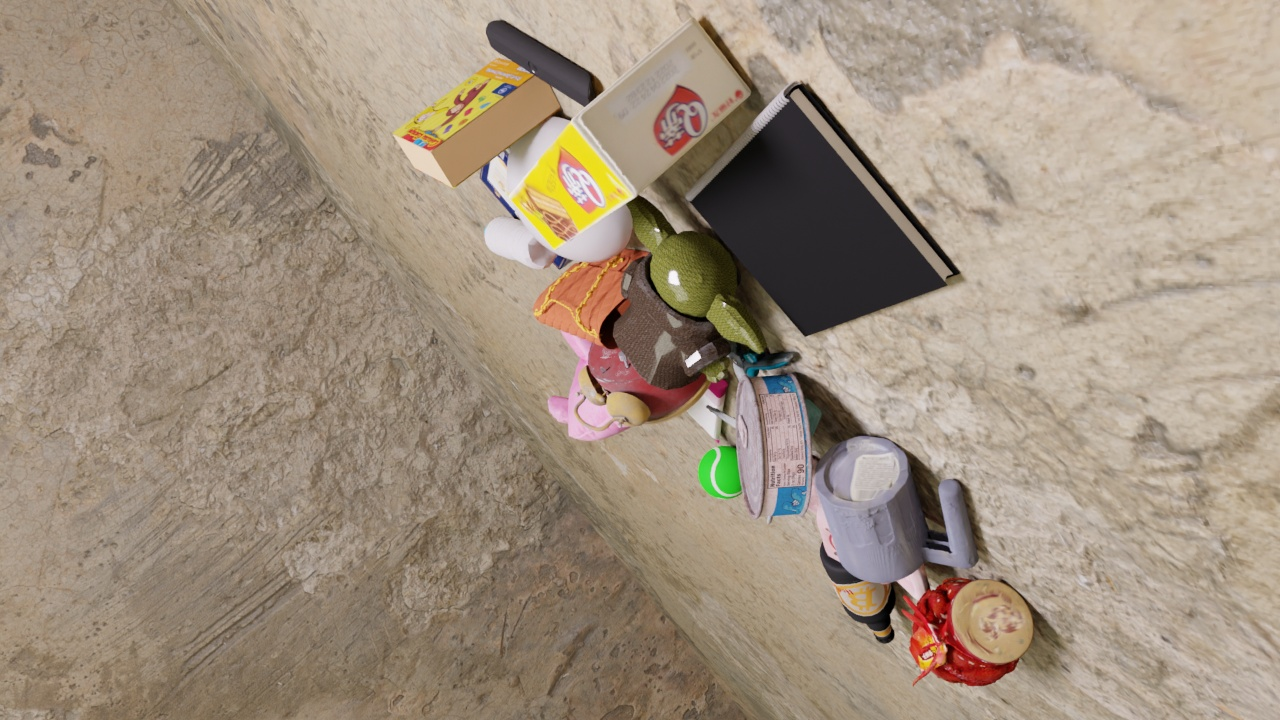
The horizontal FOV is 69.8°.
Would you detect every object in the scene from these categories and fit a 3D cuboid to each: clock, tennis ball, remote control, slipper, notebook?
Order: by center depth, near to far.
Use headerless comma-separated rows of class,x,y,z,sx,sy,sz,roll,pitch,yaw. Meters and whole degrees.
notebook,0.111,-0.091,0.631,0.149,0.016,0.207,49,165,-4
remote control,-0.083,-0.252,0.784,0.147,0.015,0.033,40,163,32
slipper,0.200,0.158,0.916,0.221,0.055,0.107,39,161,43
clock,-0.005,0.005,0.924,0.117,0.158,0.081,32,163,49
tennis ball,0.103,0.137,1.121,0.065,0.065,0.065,45,165,15

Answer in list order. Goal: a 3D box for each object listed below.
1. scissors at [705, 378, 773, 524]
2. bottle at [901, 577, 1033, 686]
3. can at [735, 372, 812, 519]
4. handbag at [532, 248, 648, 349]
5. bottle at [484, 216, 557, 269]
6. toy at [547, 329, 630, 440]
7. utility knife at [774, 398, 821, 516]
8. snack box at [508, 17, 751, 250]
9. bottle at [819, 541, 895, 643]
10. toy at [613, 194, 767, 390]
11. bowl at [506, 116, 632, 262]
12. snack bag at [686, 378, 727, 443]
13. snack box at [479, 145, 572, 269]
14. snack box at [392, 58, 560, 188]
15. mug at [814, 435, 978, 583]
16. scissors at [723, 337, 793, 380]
scissors,0.122,0.089,0.940,0.142,0.014,0.175,1,107,54
bottle,0.282,0.242,0.810,0.099,0.098,0.111,45,160,17
can,0.118,0.077,0.830,0.130,0.044,0.130,174,93,-87
handbag,-0.040,-0.069,0.933,0.060,0.108,0.172,56,164,-25
bottle,-0.136,-0.132,1.007,0.136,0.044,0.044,25,152,54
toy,-0.052,0.029,1.106,0.186,0.128,0.265,43,-170,-16
utility knife,0.146,0.102,0.893,0.022,0.015,0.166,36,137,26
snack box,-0.019,-0.152,0.663,0.061,0.110,0.230,49,166,-10
bottle,0.250,0.258,1.012,0.059,0.059,0.182,32,158,49
toy,0.034,-0.046,0.794,0.179,0.078,0.153,51,144,20
bowl,-0.078,-0.152,0.868,0.149,0.043,0.150,27,139,26
snack bag,0.073,0.040,1.063,0.070,0.016,0.197,46,165,20
snack box,-0.109,-0.179,0.987,0.144,0.042,0.145,49,165,-2
snack box,-0.151,-0.220,0.842,0.088,0.125,0.040,33,158,48
mug,0.216,0.129,0.777,0.124,0.083,0.104,6,139,34
scissors,0.094,-0.017,0.854,0.124,0.019,0.155,56,163,-21
